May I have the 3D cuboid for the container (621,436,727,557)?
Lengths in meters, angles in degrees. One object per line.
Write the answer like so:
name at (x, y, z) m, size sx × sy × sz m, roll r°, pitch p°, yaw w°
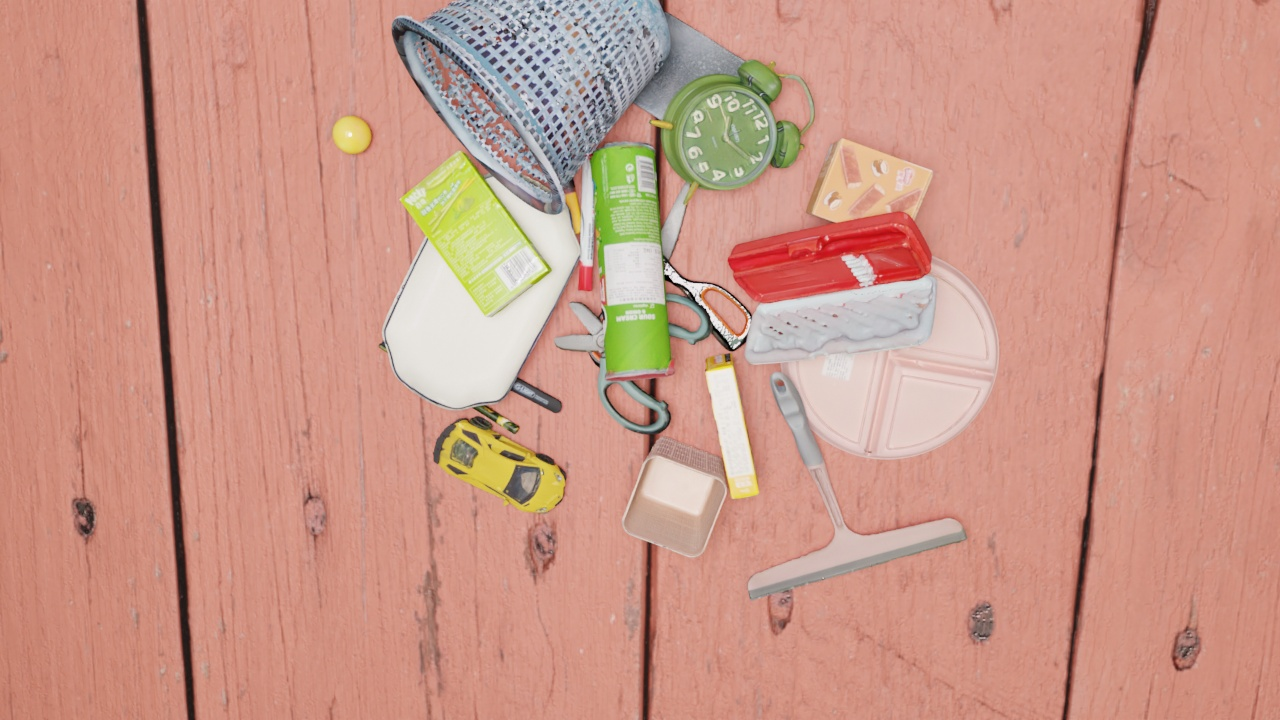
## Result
container at (0.039, 0.139, 0.981) m, size 0.090 × 0.110 × 0.090 m, roll 20°, pitch 102°, yaw 2°

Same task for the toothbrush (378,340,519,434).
toothbrush at (-0.216, 0.028, 1.041) m, size 0.186 × 0.012 × 0.017 m, roll 33°, pitch 91°, yaw 0°

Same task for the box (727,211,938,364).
box at (0.178, -0.064, 0.894) m, size 0.202 × 0.100 × 0.102 m, roll -7°, pitch 139°, yaw 39°

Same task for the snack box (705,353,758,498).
snack box at (0.097, 0.067, 0.974) m, size 0.034 × 0.086 × 0.140 m, roll -13°, pitch 99°, yaw 7°

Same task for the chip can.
chip can at (-0.009, -0.098, 0.936) m, size 0.072 × 0.072 × 0.236 m, roll -5°, pitch 85°, yaw 7°

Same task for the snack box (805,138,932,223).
snack box at (0.225, -0.167, 0.915) m, size 0.094 × 0.092 × 0.077 m, roll 20°, pitch 102°, yaw 2°

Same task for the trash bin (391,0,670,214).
trash bin at (-0.086, -0.286, 0.873) m, size 0.195 × 0.227 × 0.226 m, roll -44°, pitch 93°, yaw -10°

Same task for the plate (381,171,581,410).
plate at (-0.170, -0.074, 0.997) m, size 0.162 × 0.034 × 0.266 m, roll 28°, pitch 97°, yaw 5°

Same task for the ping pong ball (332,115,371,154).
ping pong ball at (-0.311, -0.243, 0.988) m, size 0.040 × 0.040 × 0.040 m, roll 1°, pitch 100°, yaw 6°

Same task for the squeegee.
squeegee at (0.190, 0.117, 0.991) m, size 0.248 × 0.040 × 0.250 m, roll -20°, pitch 106°, yaw 16°

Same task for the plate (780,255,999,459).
plate at (0.264, -0.003, 0.974) m, size 0.229 × 0.028 × 0.229 m, roll 1°, pitch 100°, yaw 7°

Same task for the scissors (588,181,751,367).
scissors at (0.018, -0.082, 0.993) m, size 0.233 × 0.021 × 0.221 m, roll 40°, pitch 97°, yaw 0°

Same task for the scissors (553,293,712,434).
scissors at (-0.006, 0.006, 0.983) m, size 0.170 × 0.019 × 0.181 m, roll -4°, pitch 97°, yaw 3°

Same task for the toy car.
toy car at (-0.156, 0.120, 1.036) m, size 0.156 × 0.041 × 0.071 m, roll 28°, pitch 102°, yaw 0°

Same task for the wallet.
wallet at (0.049, -0.290, 0.953) m, size 0.121 × 0.019 × 0.097 m, roll 32°, pitch 103°, yaw 2°

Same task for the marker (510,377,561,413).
marker at (-0.143, 0.026, 1.030) m, size 0.124 × 0.015 × 0.018 m, roll 28°, pitch 100°, yaw 2°

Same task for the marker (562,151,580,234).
marker at (-0.081, -0.197, 0.985) m, size 0.018 × 0.015 × 0.124 m, roll -11°, pitch 96°, yaw 10°

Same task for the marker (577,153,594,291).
marker at (-0.056, -0.147, 0.977) m, size 0.017 × 0.017 × 0.145 m, roll 3°, pitch 94°, yaw 6°

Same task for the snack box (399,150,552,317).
snack box at (-0.172, -0.131, 0.961) m, size 0.086 × 0.026 × 0.156 m, roll -37°, pitch 89°, yaw 8°

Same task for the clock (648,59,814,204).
clock at (0.097, -0.233, 0.924) m, size 0.161 × 0.056 × 0.116 m, roll -25°, pitch 113°, yaw 2°
